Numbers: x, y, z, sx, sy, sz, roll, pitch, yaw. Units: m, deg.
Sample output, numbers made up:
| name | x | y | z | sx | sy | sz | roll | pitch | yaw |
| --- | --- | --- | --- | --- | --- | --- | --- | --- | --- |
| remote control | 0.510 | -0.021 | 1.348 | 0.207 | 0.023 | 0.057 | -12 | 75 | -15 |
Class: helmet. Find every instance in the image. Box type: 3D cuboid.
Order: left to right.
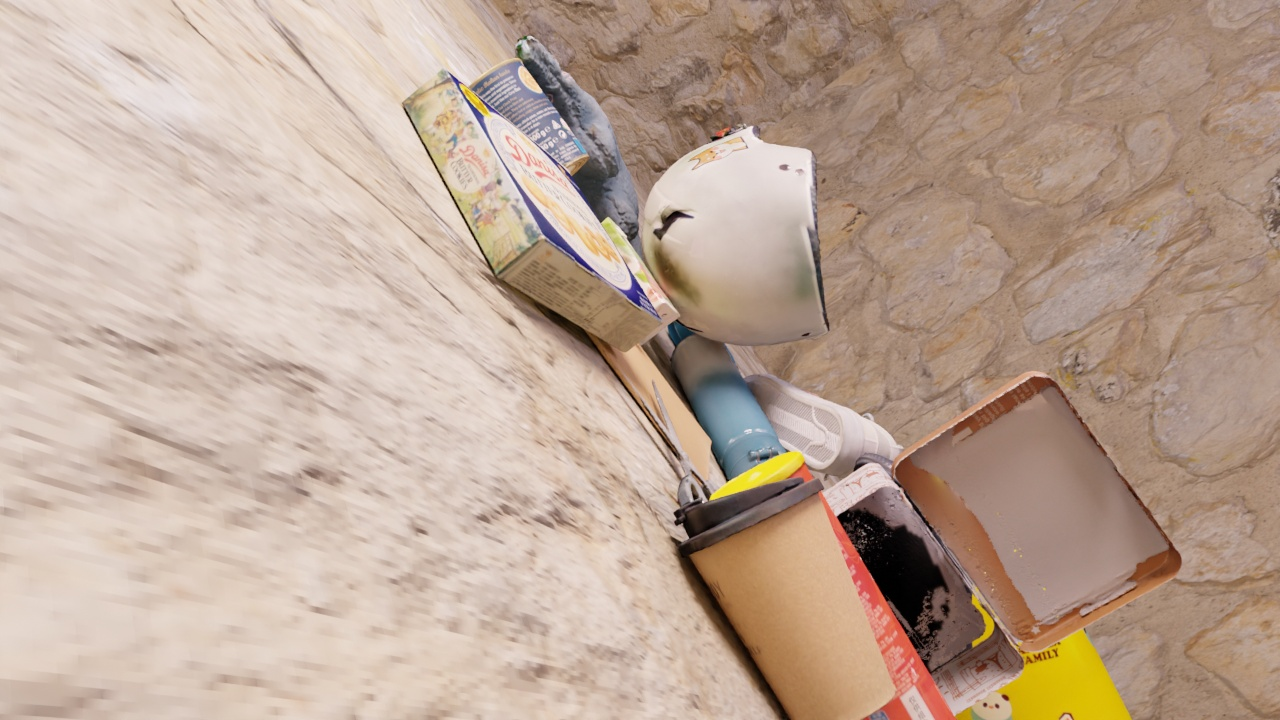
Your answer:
| name | x | y | z | sx | sy | sz | roll | pitch | yaw |
| --- | --- | --- | --- | --- | --- | --- | --- | --- | --- |
| helmet | 0.078 | -0.117 | 0.951 | 0.274 | 0.156 | 0.230 | -133 | -148 | -62 |

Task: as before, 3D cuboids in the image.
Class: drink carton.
| name | x | y | z | sx | sy | sz | roll | pitch | yaw |
| --- | --- | --- | --- | --- | --- | --- | --- | --- | --- |
| drink carton | -0.018 | -0.079 | 0.900 | 0.122 | 0.053 | 0.045 | 58 | 10 | 27 |

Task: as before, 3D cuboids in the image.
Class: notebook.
| name | x | y | z | sx | sy | sz | roll | pitch | yaw |
| --- | --- | --- | --- | --- | --- | --- | --- | --- | --- |
| notebook | -0.005 | 0.005 | 0.787 | 0.211 | 0.012 | 0.149 | 54 | 9 | -4 |

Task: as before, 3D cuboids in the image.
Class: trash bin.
| name | x | y | z | sx | sy | sz | roll | pitch | yaw |
| --- | --- | --- | --- | --- | --- | --- | --- | --- | --- |
| trash bin | 0.380 | 0.314 | 1.004 | 0.255 | 0.230 | 0.229 | 62 | 10 | 13 |

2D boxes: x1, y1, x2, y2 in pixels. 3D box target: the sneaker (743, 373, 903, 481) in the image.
| name | x | y | z | sx | sy | sz | roll | pitch | yaw |
| --- | --- | --- | --- | --- | --- | --- | --- | --- | --- |
| sneaker | 0.170 | 0.069 | 0.935 | 0.090 | 0.089 | 0.242 | 14 | 0 | -25 |

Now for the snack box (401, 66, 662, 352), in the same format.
| name | x | y | z | sx | sy | sz | roll | pitch | yaw |
| --- | --- | --- | --- | --- | --- | --- | --- | --- | --- |
| snack box | -0.076 | -0.107 | 0.687 | 0.182 | 0.046 | 0.178 | 59 | 14 | 27 |

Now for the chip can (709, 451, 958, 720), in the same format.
| name | x | y | z | sx | sy | sz | roll | pitch | yaw |
| --- | --- | --- | --- | --- | --- | --- | --- | --- | --- |
| chip can | 0.131 | 0.168 | 0.616 | 0.216 | 0.073 | 0.073 | 59 | 9 | 2 |

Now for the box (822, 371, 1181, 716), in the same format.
| name | x | y | z | sx | sy | sz | roll | pitch | yaw |
| --- | --- | --- | --- | --- | --- | --- | --- | --- | --- |
| box | 0.234 | 0.146 | 0.682 | 0.177 | 0.261 | 0.082 | 53 | 10 | -2 |

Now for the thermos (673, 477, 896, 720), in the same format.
| name | x | y | z | sx | sy | sz | roll | pitch | yaw |
| --- | --- | --- | --- | --- | --- | --- | --- | --- | --- |
| thermos | 0.085 | 0.136 | 0.530 | 0.143 | 0.093 | 0.093 | 65 | 11 | 11 |

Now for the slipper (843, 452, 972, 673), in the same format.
| name | x | y | z | sx | sy | sz | roll | pitch | yaw |
| --- | --- | --- | --- | --- | --- | --- | --- | --- | --- |
| slipper | 0.223 | 0.209 | 0.789 | 0.111 | 0.083 | 0.268 | 22 | -46 | 55 |

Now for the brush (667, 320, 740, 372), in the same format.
| name | x | y | z | sx | sy | sz | roll | pitch | yaw |
| --- | --- | --- | --- | --- | --- | --- | --- | --- | --- |
| brush | 0.075 | -0.019 | 1.162 | 0.073 | 0.055 | 0.143 | 45 | 13 | -53 |

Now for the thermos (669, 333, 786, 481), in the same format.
| name | x | y | z | sx | sy | sz | roll | pitch | yaw |
| --- | --- | --- | --- | --- | --- | --- | --- | --- | --- |
| thermos | 0.089 | 0.056 | 0.928 | 0.070 | 0.070 | 0.220 | 48 | 11 | -36 |

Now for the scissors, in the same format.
| name | x | y | z | sx | sy | sz | roll | pitch | yaw |
| --- | --- | --- | --- | --- | --- | --- | --- | --- | --- |
| scissors | 0.036 | 0.076 | 0.683 | 0.159 | 0.014 | 0.181 | 48 | 15 | -31 |

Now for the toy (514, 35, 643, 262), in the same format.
| name | x | y | z | sx | sy | sz | roll | pitch | yaw |
| --- | --- | --- | --- | --- | --- | --- | --- | --- | --- |
| toy | -0.059 | -0.203 | 0.996 | 0.357 | 0.091 | 0.137 | 64 | -1 | -42 |

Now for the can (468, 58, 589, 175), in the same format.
| name | x | y | z | sx | sy | sz | roll | pitch | yaw |
| --- | --- | --- | --- | --- | --- | --- | --- | --- | --- |
| can | -0.108 | -0.210 | 0.847 | 0.111 | 0.075 | 0.075 | 54 | 9 | -3 |
